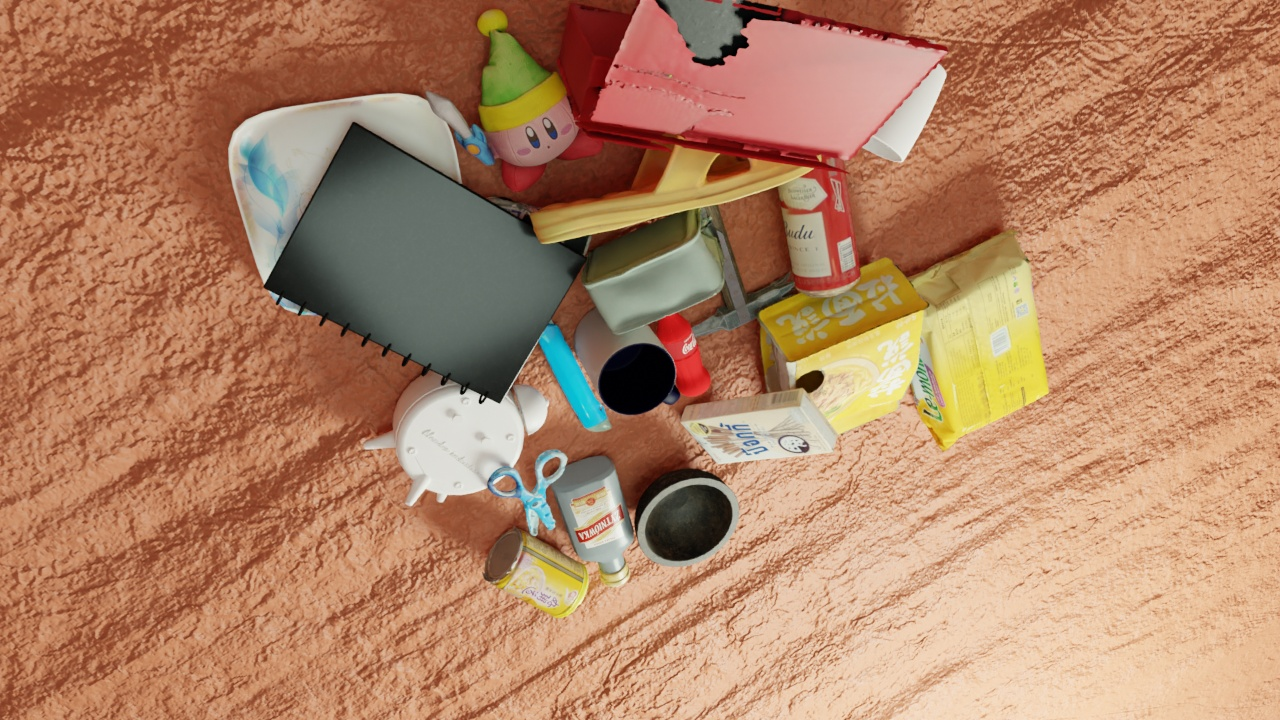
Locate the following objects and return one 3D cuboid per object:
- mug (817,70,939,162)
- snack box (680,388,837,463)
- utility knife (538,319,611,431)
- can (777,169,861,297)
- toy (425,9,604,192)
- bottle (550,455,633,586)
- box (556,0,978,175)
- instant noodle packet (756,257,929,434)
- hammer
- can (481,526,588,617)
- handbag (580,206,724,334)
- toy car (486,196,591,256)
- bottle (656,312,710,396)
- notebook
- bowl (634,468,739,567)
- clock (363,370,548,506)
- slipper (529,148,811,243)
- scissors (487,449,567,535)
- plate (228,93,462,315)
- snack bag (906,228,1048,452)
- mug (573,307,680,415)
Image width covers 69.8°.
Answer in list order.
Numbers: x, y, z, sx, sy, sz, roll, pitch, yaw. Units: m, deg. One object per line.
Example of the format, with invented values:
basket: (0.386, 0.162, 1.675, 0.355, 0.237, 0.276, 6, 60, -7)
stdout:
mug: (0.225, -0.258, 0.881, 0.114, 0.081, 0.088, 30, 98, 3)
snack box: (0.126, 0.073, 0.988, 0.150, 0.026, 0.082, -10, 134, 38)
utility knife: (-0.078, -0.001, 0.939, 0.031, 0.015, 0.209, -27, 126, -5)
can: (0.174, -0.149, 0.905, 0.067, 0.067, 0.170, -18, 112, -10)
toy: (-0.109, -0.220, 0.788, 0.124, 0.096, 0.131, -24, 140, 1)
bottle: (-0.046, 0.186, 1.030, 0.072, 0.046, 0.161, -19, 121, -8)
box: (0.065, -0.198, 0.678, 0.211, 0.315, 0.124, 5, 103, -17)
instant noodle packet: (0.224, 0.017, 1.017, 0.163, 0.084, 0.222, -24, 139, -9)
hammer: (0.054, -0.164, 0.891, 0.147, 0.028, 0.317, -25, 122, -5)
can: (-0.115, 0.237, 1.020, 0.105, 0.067, 0.068, 37, 100, -30)
handbag: (0.015, -0.086, 0.855, 0.122, 0.106, 0.067, -23, 119, 15)
toy car: (-0.100, -0.119, 0.855, 0.112, 0.040, 0.048, 10, 112, -23)
bottle: (0.039, -0.018, 0.938, 0.036, 0.036, 0.119, -26, 122, -5)
notebook: (-0.188, -0.075, 0.814, 0.231, 0.019, 0.169, 29, 98, -22)
bowl: (0.046, 0.170, 1.047, 0.121, 0.056, 0.121, -8, 119, -15)
clock: (-0.177, 0.071, 0.909, 0.161, 0.073, 0.125, -42, 122, 5)
slipper: (0.026, -0.169, 0.810, 0.263, 0.099, 0.078, -18, 102, -10)
scissors: (-0.121, 0.147, 0.955, 0.090, 0.014, 0.141, -13, 139, -20)
plate: (-0.250, -0.136, 0.808, 0.186, 0.016, 0.187, -12, 120, -13)
snack bag: (0.389, -0.018, 1.060, 0.159, 0.068, 0.247, -28, 122, -5)
mug: (-0.005, 0.005, 0.919, 0.112, 0.097, 0.079, 35, 101, -30)
